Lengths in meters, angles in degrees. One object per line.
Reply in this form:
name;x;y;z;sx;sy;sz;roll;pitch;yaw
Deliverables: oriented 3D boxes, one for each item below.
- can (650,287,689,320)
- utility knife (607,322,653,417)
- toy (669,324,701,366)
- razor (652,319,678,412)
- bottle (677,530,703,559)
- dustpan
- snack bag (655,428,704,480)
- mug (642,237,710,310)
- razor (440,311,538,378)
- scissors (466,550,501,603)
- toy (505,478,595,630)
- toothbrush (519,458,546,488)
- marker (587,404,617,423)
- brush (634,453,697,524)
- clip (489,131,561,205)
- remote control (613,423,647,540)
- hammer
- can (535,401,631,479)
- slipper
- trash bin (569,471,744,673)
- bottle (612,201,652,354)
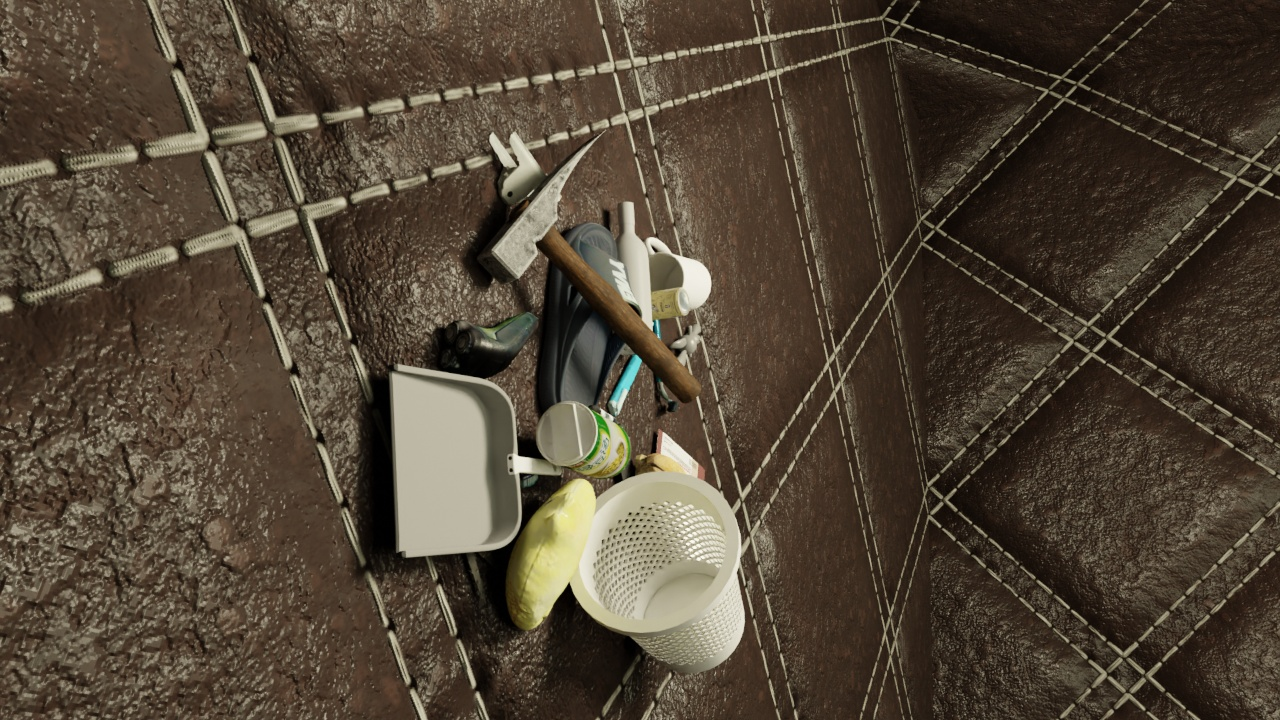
can;0.021;-0.073;1.216;0.038;0.080;0.038;23;64;-59
utility knife;-0.007;0.007;1.212;0.022;0.015;0.178;64;34;-32
toy;0.068;-0.023;1.351;0.111;0.030;0.049;-47;140;-62
razor;0.028;0.002;1.280;0.042;0.022;0.144;156;-76;-80
bottle;0.087;0.259;1.308;0.115;0.041;0.041;-46;124;-56
dustpan;-0.148;0.100;0.882;0.257;0.033;0.163;22;60;-67
snack bag;0.057;0.154;1.305;0.158;0.013;0.057;44;44;-51
mug;0.039;-0.125;1.285;0.090;0.074;0.110;2;56;-62
razor;-0.147;-0.025;0.925;0.067;0.054;0.151;51;26;-4
scissors;-0.174;0.150;0.862;0.165;0.013;0.157;24;62;-64
toy;-0.088;0.191;0.944;0.155;0.064;0.170;98;15;-46
toothbrush;-0.086;0.103;1.042;0.188;0.016;0.017;-33;123;-60
marker;-0.044;0.065;1.081;0.152;0.011;0.011;50;37;-78
brush;0.039;0.175;1.223;0.195;0.043;0.059;54;35;-53
clip;-0.132;-0.202;1.007;0.102;0.058;0.052;53;16;-43
remote control;-0.017;0.156;1.162;0.034;0.013;0.150;-34;114;-60
hammer;-0.016;-0.088;1.037;0.300;0.037;0.217;47;58;-22
can;-0.058;0.087;0.983;0.121;0.067;0.067;38;50;-67
slipper;-0.052;-0.050;1.071;0.110;0.083;0.267;41;50;-50
trash bin;0.039;0.266;1.080;0.200;0.196;0.195;66;31;-48
bottle;-0.014;-0.107;1.186;0.052;0.053;0.195;10;75;-61
